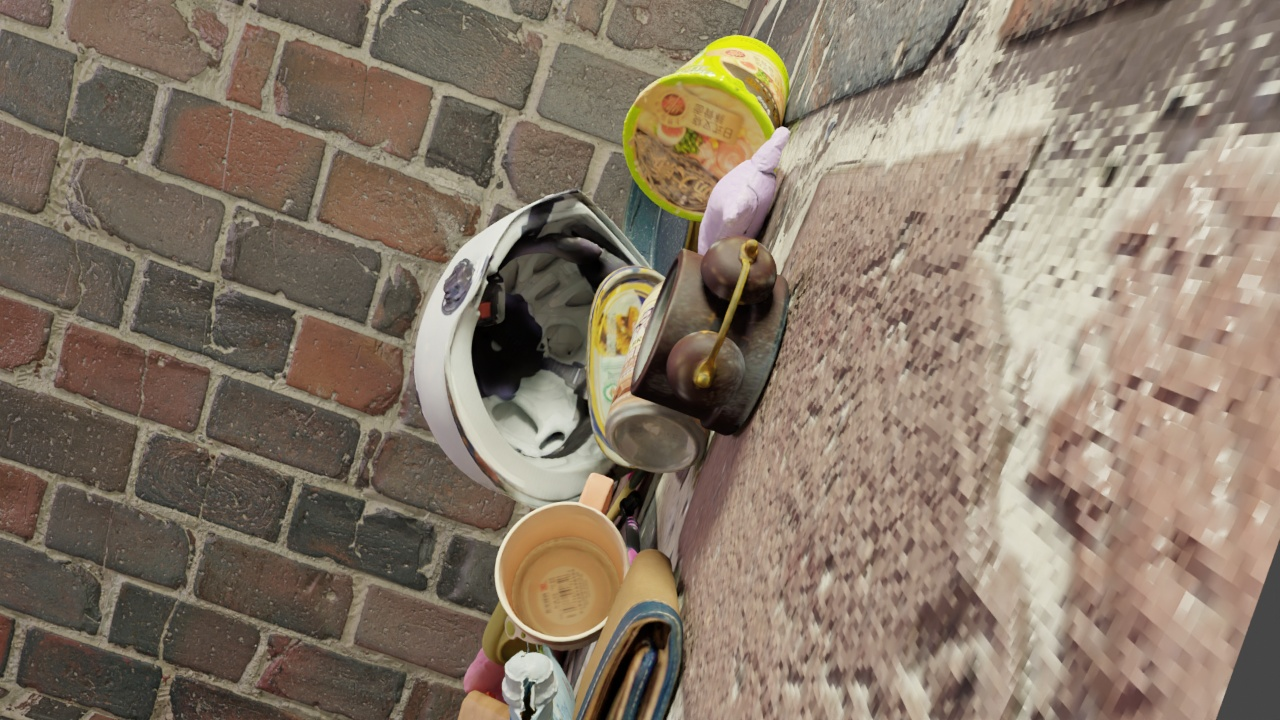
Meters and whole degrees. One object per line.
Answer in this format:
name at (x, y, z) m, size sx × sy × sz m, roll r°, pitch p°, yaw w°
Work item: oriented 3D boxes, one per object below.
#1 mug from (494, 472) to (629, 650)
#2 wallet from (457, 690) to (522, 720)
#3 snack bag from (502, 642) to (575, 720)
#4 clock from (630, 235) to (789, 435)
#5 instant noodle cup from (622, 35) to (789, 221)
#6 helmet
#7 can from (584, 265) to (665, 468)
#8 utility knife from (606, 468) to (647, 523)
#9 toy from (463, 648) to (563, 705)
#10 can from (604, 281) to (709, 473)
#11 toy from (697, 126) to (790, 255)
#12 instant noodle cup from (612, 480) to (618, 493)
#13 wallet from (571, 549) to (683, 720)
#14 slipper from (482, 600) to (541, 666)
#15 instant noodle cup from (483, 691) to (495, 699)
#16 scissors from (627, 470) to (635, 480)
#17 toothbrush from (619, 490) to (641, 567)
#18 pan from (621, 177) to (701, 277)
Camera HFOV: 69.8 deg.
mug at (-0.045, 0.133, 0.609) m, size 0.106 × 0.082 × 0.114 m, roll 98°, pitch -169°, yaw -68°
wallet at (-0.109, 0.318, 0.685) m, size 0.020 × 0.101 × 0.115 m, roll 32°, pitch -111°, yaw -47°
snack bag at (-0.049, 0.197, 0.455) m, size 0.191 × 0.039 × 0.110 m, roll 97°, pitch 177°, yaw -73°
clock at (0.034, -0.012, 0.429) m, size 0.122 × 0.055 × 0.082 m, roll 131°, pitch 159°, yaw -78°
instant noodle cup at (0.059, -0.182, 0.679) m, size 0.123 × 0.112 × 0.112 m, roll -63°, pitch -4°, yaw -46°
helmet at (-0.093, -0.003, 0.763) m, size 0.146 × 0.229 × 0.258 m, roll -5°, pitch 52°, yaw 46°
can at (-0.004, 0.004, 0.683) m, size 0.049 × 0.074 × 0.148 m, roll -113°, pitch 25°, yaw -83°
utility knife at (-0.021, 0.133, 0.843) m, size 0.030 × 0.020 × 0.188 m, roll -51°, pitch -2°, yaw -30°
toy at (-0.127, 0.319, 0.981) m, size 0.194 × 0.075 × 0.179 m, roll -59°, pitch -25°, yaw -25°
can at (0.019, 0.007, 0.547) m, size 0.059 × 0.058 × 0.116 m, roll 112°, pitch 176°, yaw -45°
toy at (0.064, -0.097, 0.605) m, size 0.083 × 0.039 × 0.108 m, roll -56°, pitch -7°, yaw -22°
instant noodle cup at (-0.053, 0.122, 1.131) m, size 0.174 × 0.060 × 0.137 m, roll 117°, pitch 173°, yaw -59°
wallet at (-0.007, 0.142, 0.426) m, size 0.115 × 0.033 × 0.090 m, roll -112°, pitch 45°, yaw -87°
slipper at (-0.079, 0.231, 0.850) m, size 0.081 × 0.091 × 0.191 m, roll 53°, pitch 123°, yaw 39°
instant noodle cup at (-0.139, 0.386, 0.803) m, size 0.189 × 0.079 × 0.164 m, roll 125°, pitch 165°, yaw -75°
scissors at (0.006, 0.062, 0.885) m, size 0.133 × 0.017 × 0.131 m, roll -68°, pitch -4°, yaw -68°
toothbrush at (-0.005, 0.125, 0.677) m, size 0.018 × 0.014 × 0.189 m, roll -50°, pitch 6°, yaw 3°
pan at (-0.016, -0.100, 0.946) m, size 0.358 × 0.078 × 0.197 m, roll 129°, pitch 145°, yaw -57°
